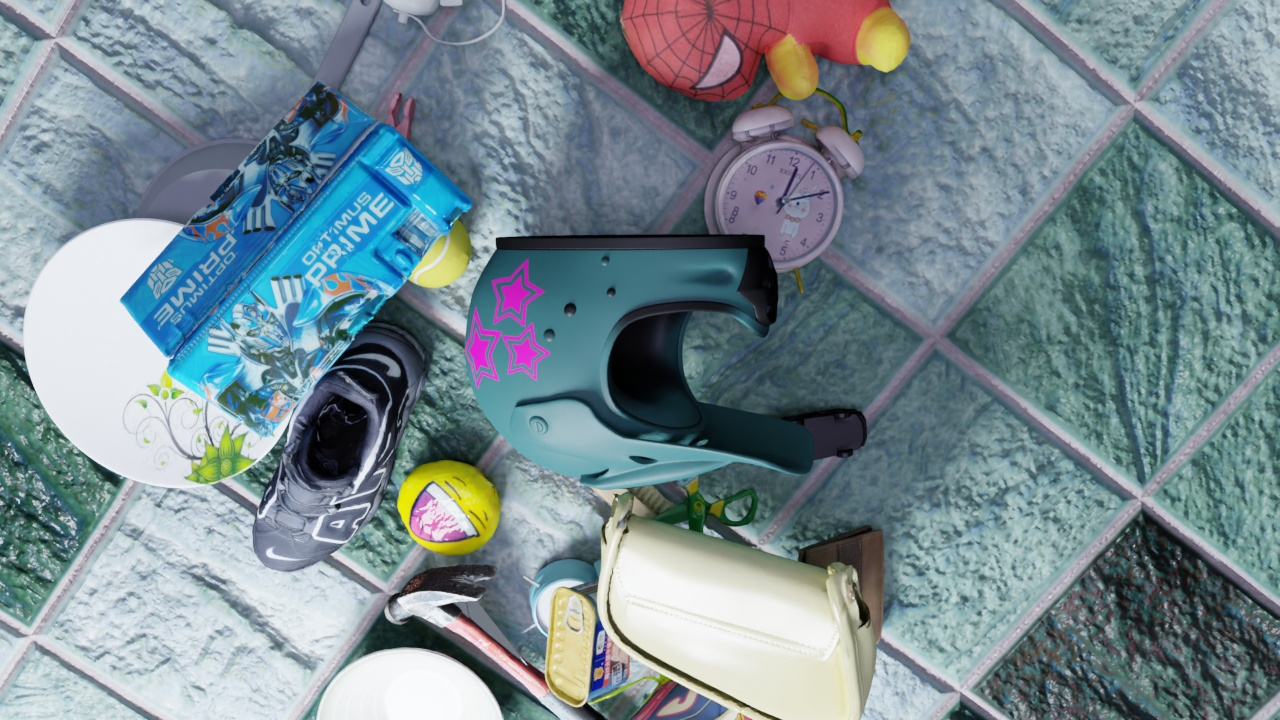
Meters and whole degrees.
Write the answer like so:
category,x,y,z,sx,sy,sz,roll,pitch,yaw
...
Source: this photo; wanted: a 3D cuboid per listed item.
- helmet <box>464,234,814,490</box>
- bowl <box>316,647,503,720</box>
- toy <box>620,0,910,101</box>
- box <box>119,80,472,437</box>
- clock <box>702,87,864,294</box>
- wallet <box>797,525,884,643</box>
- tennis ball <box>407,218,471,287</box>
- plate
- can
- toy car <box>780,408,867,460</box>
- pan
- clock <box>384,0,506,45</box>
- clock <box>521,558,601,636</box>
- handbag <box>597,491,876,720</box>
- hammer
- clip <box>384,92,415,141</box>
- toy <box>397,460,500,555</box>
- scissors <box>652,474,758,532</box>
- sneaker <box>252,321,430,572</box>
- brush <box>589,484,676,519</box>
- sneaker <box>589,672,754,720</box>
category,x,y,z,sx,sy,sz,roll,pitch,yaw
helmet,-0.005,0.004,0.713,0.275,0.176,0.200,3,100,23
bowl,-0.211,0.339,0.871,0.177,0.057,0.177,0,103,1
toy,0.092,-0.270,0.707,0.216,0.098,0.147,-7,92,1
box,-0.269,-0.084,0.695,0.171,0.070,0.243,40,86,0
clock,0.118,-0.145,0.755,0.117,0.058,0.158,20,102,-4
wallet,0.180,0.215,0.830,0.098,0.027,0.121,-8,105,-34
tennis ball,-0.174,-0.094,0.767,0.065,0.065,0.065,0,103,1
plate,-0.395,-0.005,0.770,0.229,0.030,0.229,1,105,2
can,-0.042,0.240,0.795,0.054,0.058,0.100,13,102,41
toy car,0.155,0.066,0.815,0.091,0.036,0.042,-9,101,-7
pan,-0.304,-0.153,0.771,0.200,0.050,0.357,29,104,-5
clock,-0.156,-0.329,0.715,0.120,0.061,0.159,-15,101,4
clock,-0.047,0.225,0.856,0.123,0.042,0.087,2,103,-5
handbag,0.077,0.197,0.736,0.233,0.088,0.191,15,130,13
hammer,-0.083,0.304,0.855,0.326,0.036,0.141,43,132,-14
clip,-0.200,-0.191,0.768,0.044,0.023,0.060,37,102,-12
toy,-0.173,0.134,0.832,0.094,0.041,0.095,-33,103,12
scissors,0.049,0.125,0.816,0.125,0.011,0.130,-13,80,-28
sneaker,-0.265,0.095,0.769,0.097,0.150,0.253,28,102,-6
brush,-0.016,0.113,0.822,0.117,0.049,0.039,40,82,-8
sneaker,0.063,0.304,0.839,0.241,0.091,0.116,-29,118,-22
